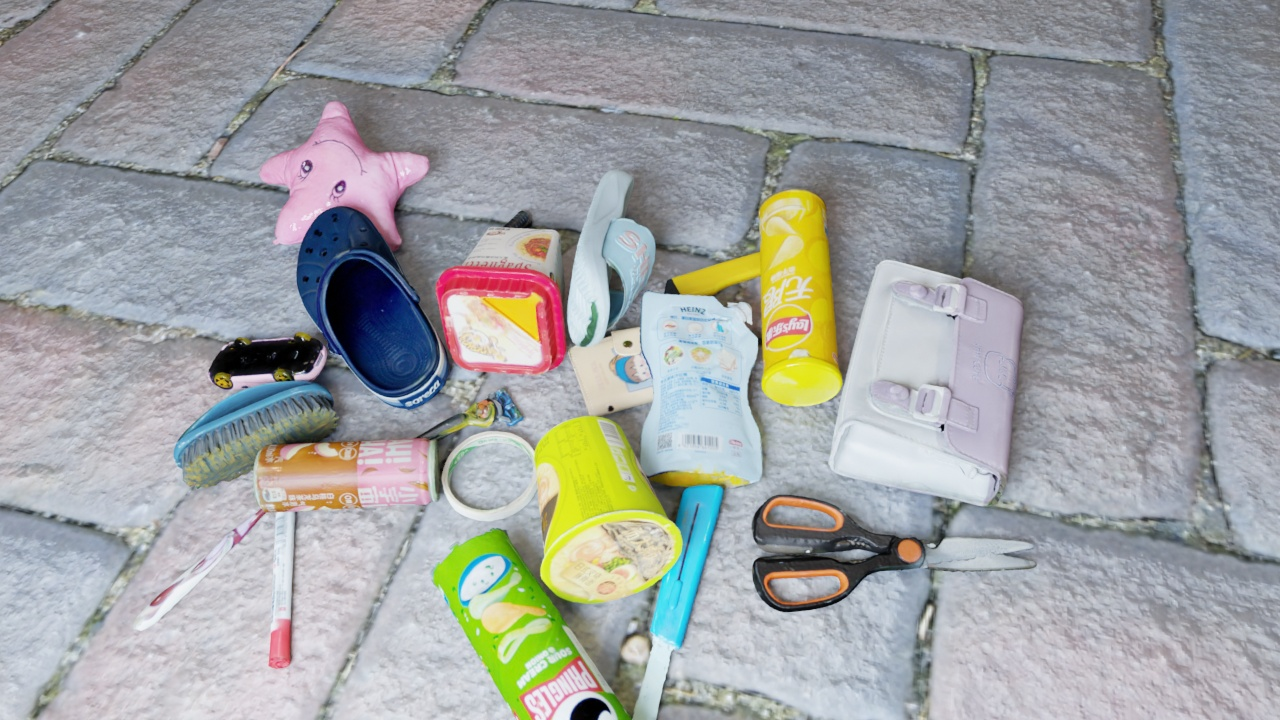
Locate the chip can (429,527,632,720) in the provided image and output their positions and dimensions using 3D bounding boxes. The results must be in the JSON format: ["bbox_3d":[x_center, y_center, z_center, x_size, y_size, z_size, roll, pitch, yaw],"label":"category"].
[{"bbox_3d":[-0.070,0.230,0.671,0.072,0.072,0.236,-30,55,-19],"label":"chip can"}]

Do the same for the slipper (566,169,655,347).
[{"bbox_3d":[-0.024,-0.102,0.910,0.074,0.104,0.244,12,42,-2],"label":"slipper"}]

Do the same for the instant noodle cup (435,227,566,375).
[{"bbox_3d":[-0.124,-0.064,0.885,0.116,0.117,0.124,3,41,6],"label":"instant noodle cup"}]

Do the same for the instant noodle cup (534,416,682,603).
[{"bbox_3d":[-0.037,0.114,0.745,0.111,0.112,0.123,-14,44,-7],"label":"instant noodle cup"}]

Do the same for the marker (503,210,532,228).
[{"bbox_3d":[-0.161,-0.116,0.981,0.022,0.018,0.130,30,59,13],"label":"marker"}]

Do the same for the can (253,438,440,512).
[{"bbox_3d":[-0.248,0.098,0.784,0.147,0.058,0.057,-2,52,-7],"label":"can"}]

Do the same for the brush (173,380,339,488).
[{"bbox_3d":[-0.350,0.058,0.832,0.143,0.055,0.073,-26,55,-15],"label":"brush"}]

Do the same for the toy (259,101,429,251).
[{"bbox_3d":[-0.331,-0.185,1.010,0.194,0.075,0.178,36,77,14],"label":"toy"}]

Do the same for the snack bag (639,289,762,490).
[{"bbox_3d":[0.053,0.021,0.829,0.110,0.039,0.190,-1,61,4],"label":"snack bag"}]

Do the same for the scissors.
[{"bbox_3d":[0.201,0.170,0.737,0.235,0.022,0.152,20,63,14],"label":"scissors"}]

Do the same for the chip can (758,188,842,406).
[{"bbox_3d":[0.149,-0.063,0.876,0.072,0.072,0.212,1,56,4],"label":"chip can"}]

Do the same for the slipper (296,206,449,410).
[{"bbox_3d":[-0.274,-0.058,0.889,0.105,0.095,0.252,-33,62,-8],"label":"slipper"}]

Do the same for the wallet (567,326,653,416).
[{"bbox_3d":[-0.005,0.005,0.874,0.115,0.024,0.087,-15,58,-8],"label":"wallet"}]

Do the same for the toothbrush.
[{"bbox_3d":[-0.354,0.154,0.782,0.016,0.017,0.187,31,59,20],"label":"toothbrush"}]

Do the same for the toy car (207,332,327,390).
[{"bbox_3d":[-0.359,0.004,0.889,0.122,0.037,0.056,-3,48,18],"label":"toy car"}]

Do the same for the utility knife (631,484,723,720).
[{"bbox_3d":[0.027,0.196,0.727,0.034,0.018,0.224,11,55,11],"label":"utility knife"}]

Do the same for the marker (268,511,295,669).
[{"bbox_3d":[-0.296,0.182,0.758,0.017,0.017,0.145,-11,52,-5],"label":"marker"}]

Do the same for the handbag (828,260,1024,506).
[{"bbox_3d":[0.256,0.015,0.807,0.145,0.099,0.196,16,55,8],"label":"handbag"}]

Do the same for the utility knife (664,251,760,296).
[{"bbox_3d":[0.094,-0.088,0.944,0.156,0.015,0.033,-17,59,-11],"label":"utility knife"}]

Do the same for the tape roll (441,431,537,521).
[{"bbox_3d":[-0.132,0.101,0.811,0.086,0.014,0.085,-2,52,2],"label":"tape roll"}]

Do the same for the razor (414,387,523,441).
[{"bbox_3d":[-0.181,0.065,0.838,0.142,0.022,0.042,-26,53,-15],"label":"razor"}]
